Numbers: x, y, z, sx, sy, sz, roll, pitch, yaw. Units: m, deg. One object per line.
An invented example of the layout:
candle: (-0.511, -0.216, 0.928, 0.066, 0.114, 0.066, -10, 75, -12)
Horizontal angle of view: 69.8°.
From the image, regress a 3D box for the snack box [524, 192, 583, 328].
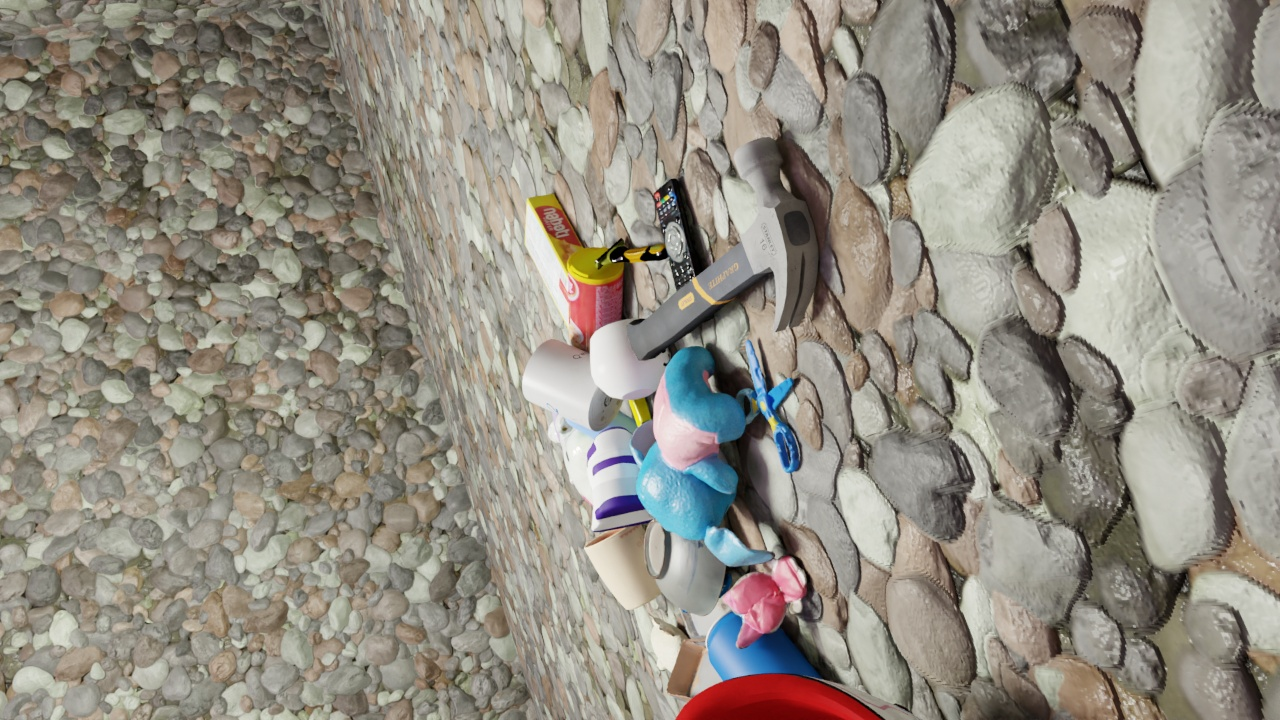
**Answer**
snack box: (-0.104, -0.127, 1.242, 0.092, 0.042, 0.200, 100, 148, -51)

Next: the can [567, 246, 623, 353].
can: (-0.055, -0.071, 1.114, 0.066, 0.066, 0.125, -124, 27, -42)

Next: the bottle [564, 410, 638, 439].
bottle: (-0.067, 0.069, 1.175, 0.131, 0.048, 0.048, 30, 153, 0)

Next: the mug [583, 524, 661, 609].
mug: (-0.014, 0.280, 1.268, 0.104, 0.085, 0.111, 62, -173, 3)

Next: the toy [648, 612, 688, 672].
toy: (0.041, 0.381, 1.223, 0.087, 0.050, 0.112, -148, 49, -62)

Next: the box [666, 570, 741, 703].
box: (0.082, 0.328, 1.077, 0.217, 0.071, 0.156, 131, 135, -67)

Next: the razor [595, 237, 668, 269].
razor: (-0.005, -0.116, 1.000, 0.021, 0.044, 0.144, 52, 162, -19)

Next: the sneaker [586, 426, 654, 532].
sneaker: (-0.026, 0.144, 1.126, 0.244, 0.092, 0.111, 86, 173, -74)

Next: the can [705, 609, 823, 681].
can: (0.128, 0.312, 0.894, 0.146, 0.078, 0.079, -135, 35, -54)

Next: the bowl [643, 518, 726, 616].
bowl: (0.041, 0.209, 1.020, 0.151, 0.056, 0.150, -176, 91, -71)

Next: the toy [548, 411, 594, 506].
toy: (-0.077, 0.117, 1.292, 0.209, 0.085, 0.138, -130, 29, -52)

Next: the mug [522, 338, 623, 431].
mug: (-0.070, 0.030, 1.120, 0.096, 0.119, 0.083, 22, 97, 25)

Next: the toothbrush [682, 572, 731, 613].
toothbrush: (0.076, 0.261, 1.021, 0.133, 0.016, 0.021, 124, 152, -54)

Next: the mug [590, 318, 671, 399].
mug: (-0.006, 0.006, 1.035, 0.124, 0.090, 0.076, 38, -144, -68)

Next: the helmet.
helmet: (0.168, 0.366, 0.607, 0.236, 0.231, 0.314, 45, 174, -34)

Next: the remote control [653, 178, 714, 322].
remote control: (0.043, -0.105, 0.897, 0.046, 0.021, 0.140, -23, 81, 64)

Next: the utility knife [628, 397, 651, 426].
utility knife: (0.024, 0.135, 1.127, 0.029, 0.020, 0.233, 131, 122, -76)

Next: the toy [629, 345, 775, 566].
toy: (0.056, 0.099, 0.914, 0.224, 0.098, 0.192, -129, 38, -49)

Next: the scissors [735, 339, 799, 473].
scissors: (0.114, 0.041, 0.833, 0.131, 0.014, 0.125, -7, 99, 67)

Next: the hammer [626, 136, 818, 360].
hammer: (0.056, -0.065, 0.825, 0.313, 0.035, 0.139, -34, 73, 63)

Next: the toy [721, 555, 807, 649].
toy: (0.127, 0.230, 0.887, 0.103, 0.050, 0.065, -48, 42, 25)
